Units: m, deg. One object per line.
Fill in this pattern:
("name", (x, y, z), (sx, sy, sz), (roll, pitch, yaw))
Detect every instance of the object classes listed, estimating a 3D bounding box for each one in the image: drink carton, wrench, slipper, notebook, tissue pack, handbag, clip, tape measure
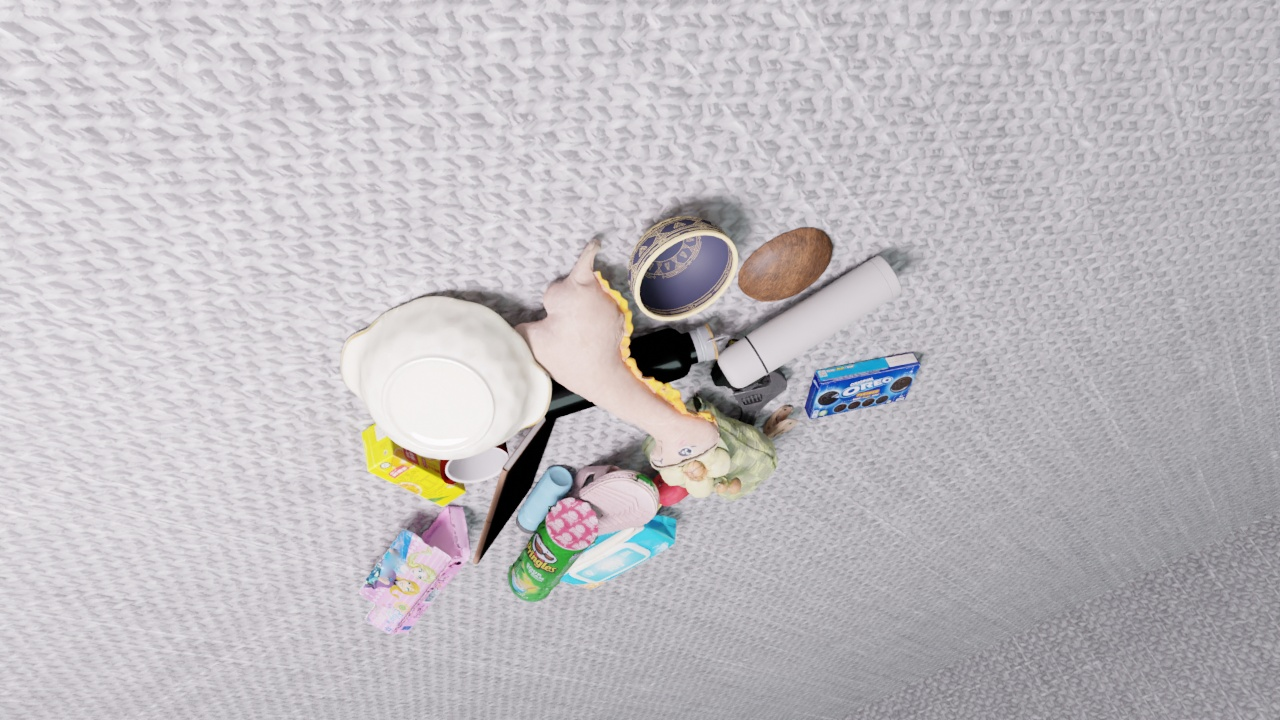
("drink carton", (-0.266, 0.121, 1.086), (0.043, 0.058, 0.134), (-32, 142, 13))
("wrench", (0.145, 0.093, 1.276), (0.073, 0.018, 0.274), (-2, 143, -9))
("slipper", (-0.049, 0.187, 1.254), (0.094, 0.064, 0.240), (33, 144, -18))
("notebook", (-0.151, 0.146, 1.127), (0.008, 0.141, 0.210), (29, 136, 5))
("tissue pack", (-0.055, 0.285, 1.398), (0.210, 0.066, 0.117), (-32, 142, 20))
("handbag", (0.100, 0.130, 1.206), (0.186, 0.116, 0.113), (30, 121, -27))
("clip", (0.197, 0.095, 1.285), (0.024, 0.043, 0.061), (10, 130, -32))
("tape measure", (0.126, 0.009, 1.141), (0.062, 0.038, 0.067), (3, 138, -29))

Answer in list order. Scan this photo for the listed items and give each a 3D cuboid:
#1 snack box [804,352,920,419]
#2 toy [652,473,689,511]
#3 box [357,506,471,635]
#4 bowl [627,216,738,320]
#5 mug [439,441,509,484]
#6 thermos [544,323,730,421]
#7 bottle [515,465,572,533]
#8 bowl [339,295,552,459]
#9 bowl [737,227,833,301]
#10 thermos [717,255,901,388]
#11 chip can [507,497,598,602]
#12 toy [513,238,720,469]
("snack box", (0.306, 0.035, 1.268), (0.150, 0.027, 0.082), (-12, 143, -11))
("toy", (0.043, 0.177, 1.300), (0.135, 0.045, 0.091), (-33, -176, -2))
("box", (-0.324, 0.291, 1.261), (0.096, 0.085, 0.231), (12, 134, -33))
("bowl", (0.035, -0.102, 0.927), (0.112, 0.061, 0.113), (-18, 140, -15))
("mug", (-0.204, 0.096, 1.061), (0.073, 0.082, 0.106), (15, 132, -38))
("thermos", (-0.006, 0.006, 1.054), (0.231, 0.061, 0.061), (-18, 144, -3))
("bottle", (-0.136, 0.196, 1.260), (0.040, 0.040, 0.130), (6, 137, -31))
("bowl", (-0.200, 0.033, 0.930), (0.219, 0.060, 0.189), (11, 117, -8))
("bowl", (0.167, -0.098, 1.028), (0.114, 0.026, 0.102), (-32, 143, 17))
("thermos", (0.194, -0.042, 1.068), (0.224, 0.052, 0.052), (-31, 144, 3))
("chip can", (-0.125, 0.266, 1.266), (0.075, 0.075, 0.224), (-1, 149, -25))
("toy", (-0.003, 0.008, 0.980), (0.264, 0.065, 0.197), (32, 119, -17))
